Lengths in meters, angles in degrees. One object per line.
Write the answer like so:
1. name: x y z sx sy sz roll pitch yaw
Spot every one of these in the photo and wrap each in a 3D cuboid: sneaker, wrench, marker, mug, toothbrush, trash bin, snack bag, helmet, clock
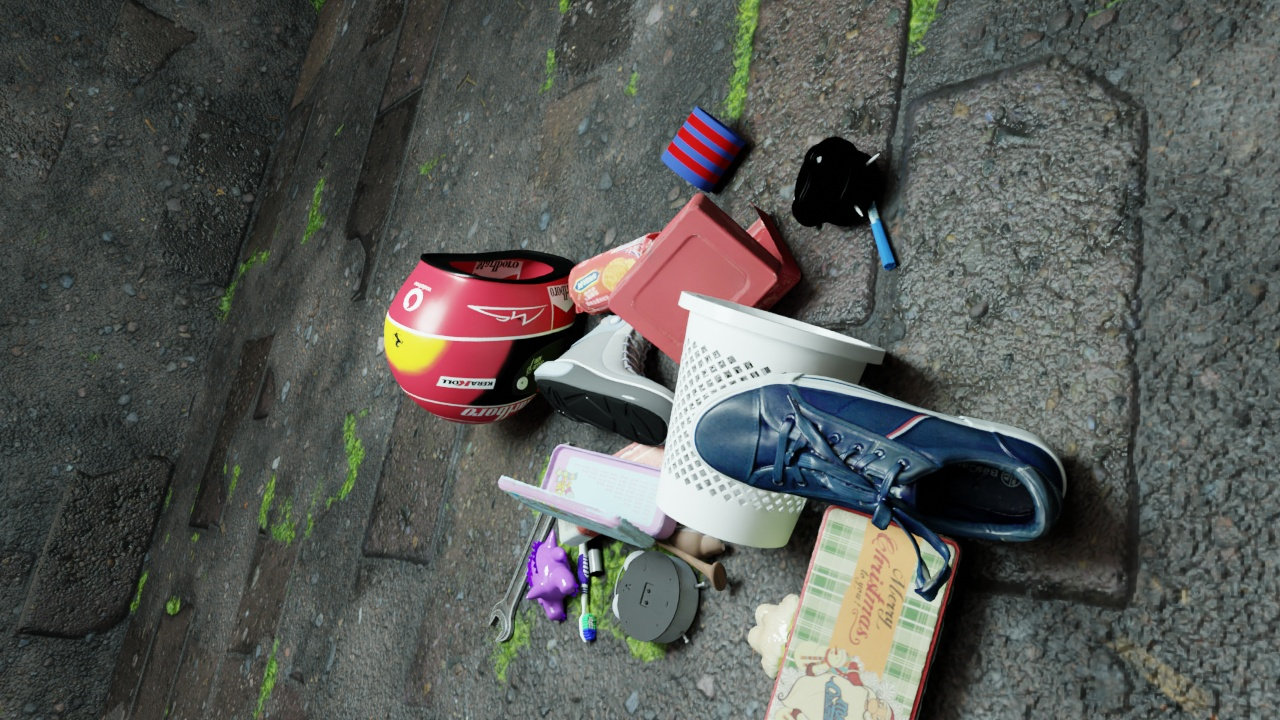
1. sneaker: -0.007 0.007 1.075 0.160 0.093 0.257 -49 30 -22
2. wrench: -0.136 0.236 1.195 0.070 0.010 0.273 24 91 52
3. marker: -0.061 0.194 1.120 0.016 0.016 0.140 -36 48 34
4. mug: 0.077 -0.266 1.146 0.076 0.075 0.111 -53 13 17
5. toothbrush: -0.068 0.245 1.105 0.016 0.015 0.186 -28 52 33
6. trash bin: 0.105 0.057 0.868 0.196 0.195 0.200 26 102 52
7. snack bag: -0.018 -0.111 1.174 0.177 0.082 0.082 -14 62 45
8. helmet: -0.214 -0.027 1.248 0.198 0.270 0.225 23 111 38
9. snack bag: -0.010 0.137 1.056 0.226 0.041 0.077 -32 49 28
10. clock: 0.012 0.253 0.989 0.123 0.035 0.094 8 79 52
11. marker: 0.238 -0.151 0.937 0.013 0.013 0.141 -34 48 35
12. clock: 0.199 -0.185 0.961 0.121 0.042 0.091 18 94 63
13. sneaker: 0.169 0.090 0.706 0.295 0.127 0.121 10 107 20

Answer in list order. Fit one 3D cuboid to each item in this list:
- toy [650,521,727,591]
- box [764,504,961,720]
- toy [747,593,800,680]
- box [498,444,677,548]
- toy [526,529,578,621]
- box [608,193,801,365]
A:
1. toy: 0.058 0.193 0.957 0.054 0.042 0.102 -39 40 -27
2. box: 0.181 0.230 0.751 0.118 0.050 0.205 17 83 22
3. toy: 0.144 0.251 0.824 0.118 0.043 0.092 7 80 48
4. box: -0.061 0.139 1.005 0.215 0.092 0.089 7 74 47
5. toy: -0.112 0.259 1.116 0.088 0.056 0.106 -101 28 -48
6. box: 0.064 -0.092 0.998 0.158 0.165 0.151 -46 47 25
